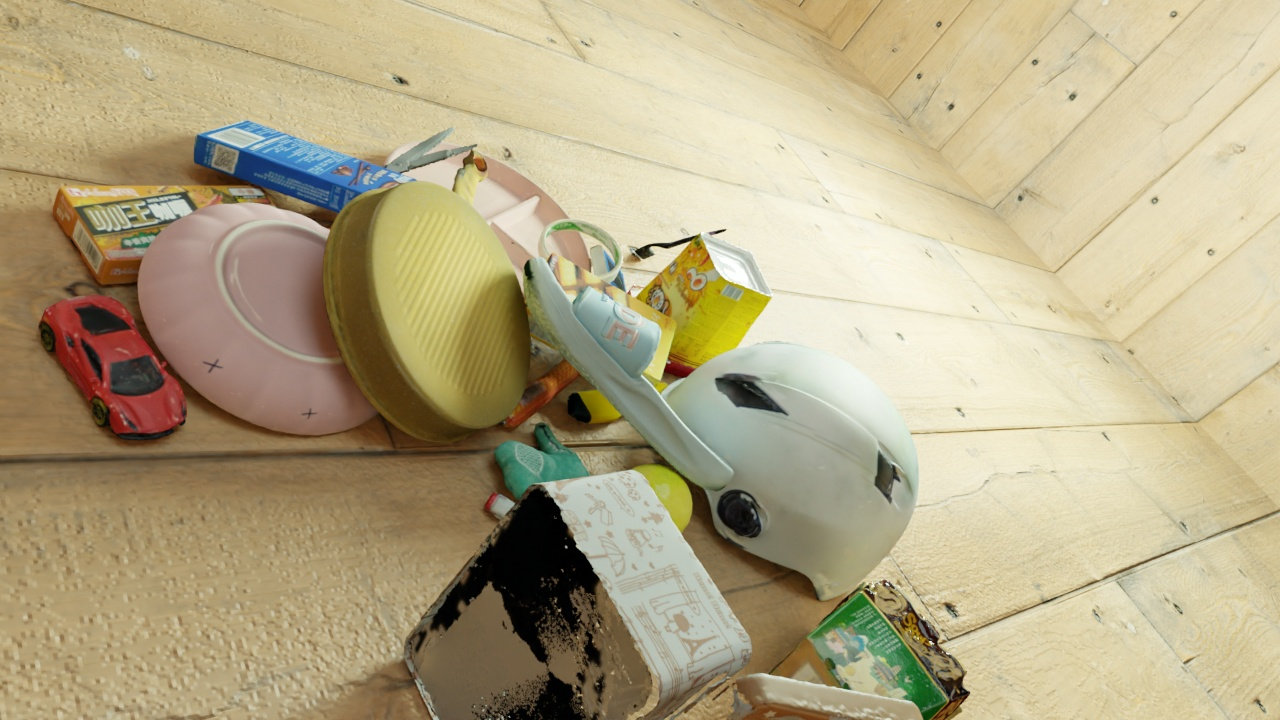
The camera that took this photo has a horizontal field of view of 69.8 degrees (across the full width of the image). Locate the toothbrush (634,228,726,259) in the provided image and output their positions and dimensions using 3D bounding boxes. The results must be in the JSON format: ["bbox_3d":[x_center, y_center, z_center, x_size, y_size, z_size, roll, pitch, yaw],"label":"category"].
[{"bbox_3d":[0.042,-0.128,1.011,0.014,0.189,0.017,-32,104,-25],"label":"toothbrush"}]

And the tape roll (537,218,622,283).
[{"bbox_3d":[-0.060,-0.108,0.917,0.085,0.014,0.085,13,46,-14],"label":"tape roll"}]

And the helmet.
[{"bbox_3d":[0.156,0.074,0.852,0.258,0.146,0.228,43,30,-1],"label":"helmet"}]

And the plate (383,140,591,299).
[{"bbox_3d":[-0.152,-0.136,0.918,0.229,0.028,0.229,27,34,-20],"label":"plate"}]

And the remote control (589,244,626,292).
[{"bbox_3d":[-0.028,-0.060,0.934,0.049,0.024,0.124,50,22,-49],"label":"remote control"}]

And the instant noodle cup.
[{"bbox_3d":[0.063,-0.057,0.954,0.116,0.124,0.116,17,38,-33],"label":"instant noodle cup"}]

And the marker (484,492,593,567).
[{"bbox_3d":[-0.051,0.141,0.677,0.145,0.017,0.017,34,31,-9],"label":"marker"}]

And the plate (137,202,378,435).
[{"bbox_3d":[-0.246,-0.040,0.648,0.192,0.039,0.192,31,38,-28],"label":"plate"}]

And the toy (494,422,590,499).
[{"bbox_3d":[-0.076,0.082,0.718,0.091,0.030,0.096,14,32,-44],"label":"toy"}]

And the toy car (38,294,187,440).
[{"bbox_3d":[-0.317,0.003,0.557,0.106,0.031,0.049,50,33,13],"label":"toy car"}]

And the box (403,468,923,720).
[{"bbox_3d":[0.004,0.194,0.509,0.269,0.180,0.135,38,31,-1],"label":"box"}]

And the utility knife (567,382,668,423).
[{"bbox_3d":[0.008,0.038,0.876,0.222,0.015,0.033,-4,59,-50],"label":"utility knife"}]

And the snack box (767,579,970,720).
[{"bbox_3d":[0.160,0.245,0.695,0.105,0.118,0.118,-11,53,-38],"label":"snack box"}]

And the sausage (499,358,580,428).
[{"bbox_3d":[-0.079,0.021,0.798,0.021,0.022,0.164,42,31,4],"label":"sausage"}]

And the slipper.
[{"bbox_3d":[-0.004,0.004,0.748,0.245,0.074,0.104,47,-1,-3],"label":"slipper"}]

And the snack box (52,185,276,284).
[{"bbox_3d":[-0.331,-0.095,0.671,0.075,0.026,0.153,50,32,17],"label":"snack box"}]

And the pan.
[{"bbox_3d":[-0.155,-0.087,0.753,0.198,0.078,0.356,58,29,-34],"label":"pan"}]

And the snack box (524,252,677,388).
[{"bbox_3d":[-0.039,-0.033,0.844,0.140,0.034,0.086,30,42,-10],"label":"snack box"}]

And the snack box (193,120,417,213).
[{"bbox_3d":[-0.274,-0.157,0.762,0.157,0.026,0.084,19,23,-3],"label":"snack box"}]

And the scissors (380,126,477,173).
[{"bbox_3d":[-0.226,-0.174,0.847,0.164,0.014,0.164,3,48,-17],"label":"scissors"}]

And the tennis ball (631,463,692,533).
[{"bbox_3d":[0.008,0.115,0.728,0.065,0.066,0.065,27,33,-20],"label":"tennis ball"}]
